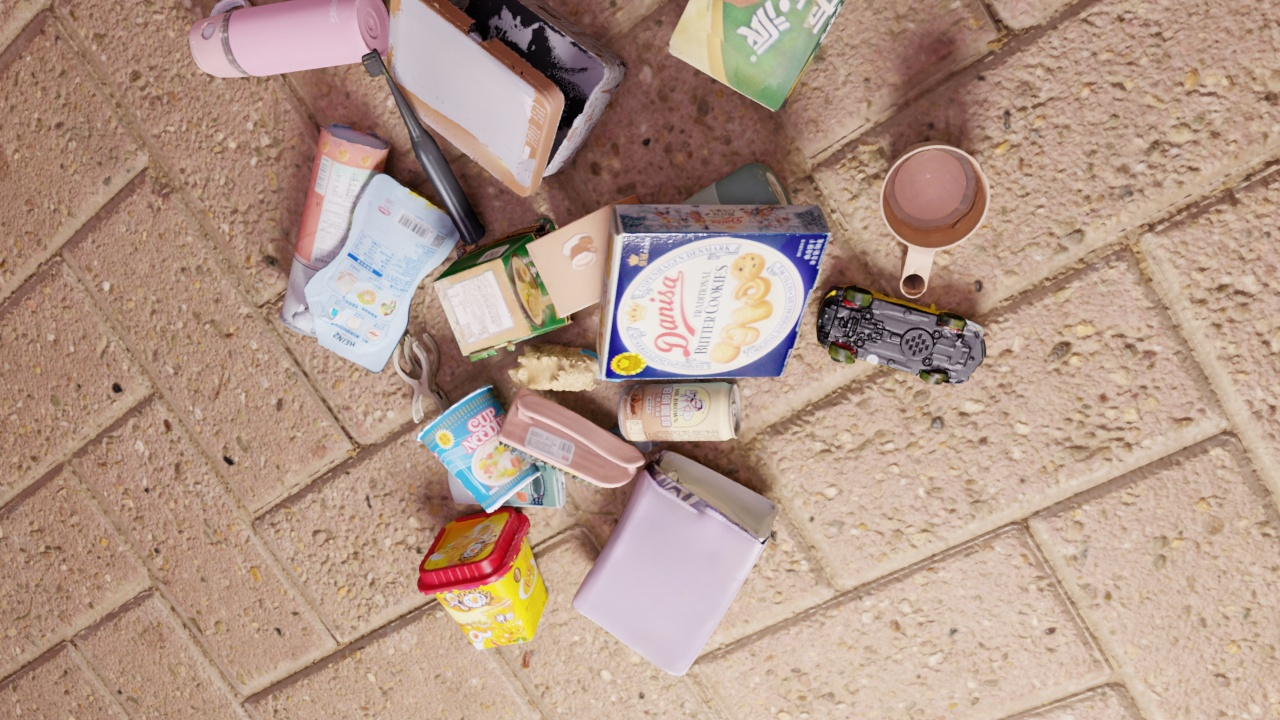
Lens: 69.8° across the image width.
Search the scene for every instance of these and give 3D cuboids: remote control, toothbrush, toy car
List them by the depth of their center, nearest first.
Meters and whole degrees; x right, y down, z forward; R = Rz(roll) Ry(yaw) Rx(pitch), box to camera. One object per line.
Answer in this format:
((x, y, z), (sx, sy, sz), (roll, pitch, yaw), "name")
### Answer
((0.239, -0.023, 0.852), (0.156, 0.041, 0.071), (16, 111, 12), "toy car")
((-0.203, -0.197, 0.868), (0.027, 0.026, 0.213), (-25, 133, 0), "toothbrush")
((-0.150, 0.135, 1.023), (0.135, 0.019, 0.056), (1, 107, 16), "remote control")

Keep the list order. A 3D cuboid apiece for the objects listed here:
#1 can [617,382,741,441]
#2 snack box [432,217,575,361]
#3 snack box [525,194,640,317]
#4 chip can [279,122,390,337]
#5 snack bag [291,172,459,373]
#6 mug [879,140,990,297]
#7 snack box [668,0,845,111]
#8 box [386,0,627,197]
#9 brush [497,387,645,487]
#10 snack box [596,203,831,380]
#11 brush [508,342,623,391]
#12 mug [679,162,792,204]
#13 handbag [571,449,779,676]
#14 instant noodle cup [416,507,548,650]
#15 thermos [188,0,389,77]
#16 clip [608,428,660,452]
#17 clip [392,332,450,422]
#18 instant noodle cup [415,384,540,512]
((0.040, 0.052, 0.923), (0.116, 0.058, 0.058), (-2, 106, 16), "can")
((-0.138, -0.067, 0.910), (0.118, 0.105, 0.117), (-18, 101, 19), "snack box")
((-0.040, -0.102, 0.877), (0.093, 0.094, 0.077), (-22, 100, 21), "snack box")
((-0.320, -0.134, 0.959), (0.071, 0.071, 0.215), (24, 112, 7), "chip can")
((-0.270, -0.088, 0.943), (0.110, 0.039, 0.191), (29, 100, -33), "snack bag")
((0.245, -0.125, 0.785), (0.084, 0.103, 0.125), (11, 110, 12), "mug")
((0.129, -0.343, 0.770), (0.114, 0.063, 0.240), (31, 112, 3), "snack box")
((-0.137, -0.253, 0.823), (0.181, 0.157, 0.149), (36, 112, 2), "box")
((-0.068, 0.083, 0.928), (0.145, 0.063, 0.073), (27, 144, -9), "brush")
((0.058, -0.057, 0.816), (0.182, 0.045, 0.178), (-2, 138, -9), "snack box")
((-0.005, 0.005, 0.921), (0.255, 0.083, 0.046), (-1, 100, 8), "brush")
((0.092, -0.115, 0.849), (0.106, 0.082, 0.112), (-30, 124, 21), "mug")
((0.034, 0.205, 0.952), (0.145, 0.098, 0.197), (28, 113, 4), "handbag")
((-0.167, 0.246, 1.021), (0.116, 0.115, 0.124), (-15, 114, 19), "instant noodle cup")
((-0.349, -0.331, 0.914), (0.199, 0.067, 0.087), (-1, 75, 18), "thermos")
((-0.008, 0.084, 0.971), (0.056, 0.027, 0.024), (0, 105, 26), "clip")
((-0.249, 0.020, 1.010), (0.076, 0.034, 0.104), (5, 116, 12), "clip")
((-0.164, 0.097, 0.968), (0.099, 0.099, 0.110), (-39, 88, 22), "instant noodle cup")
